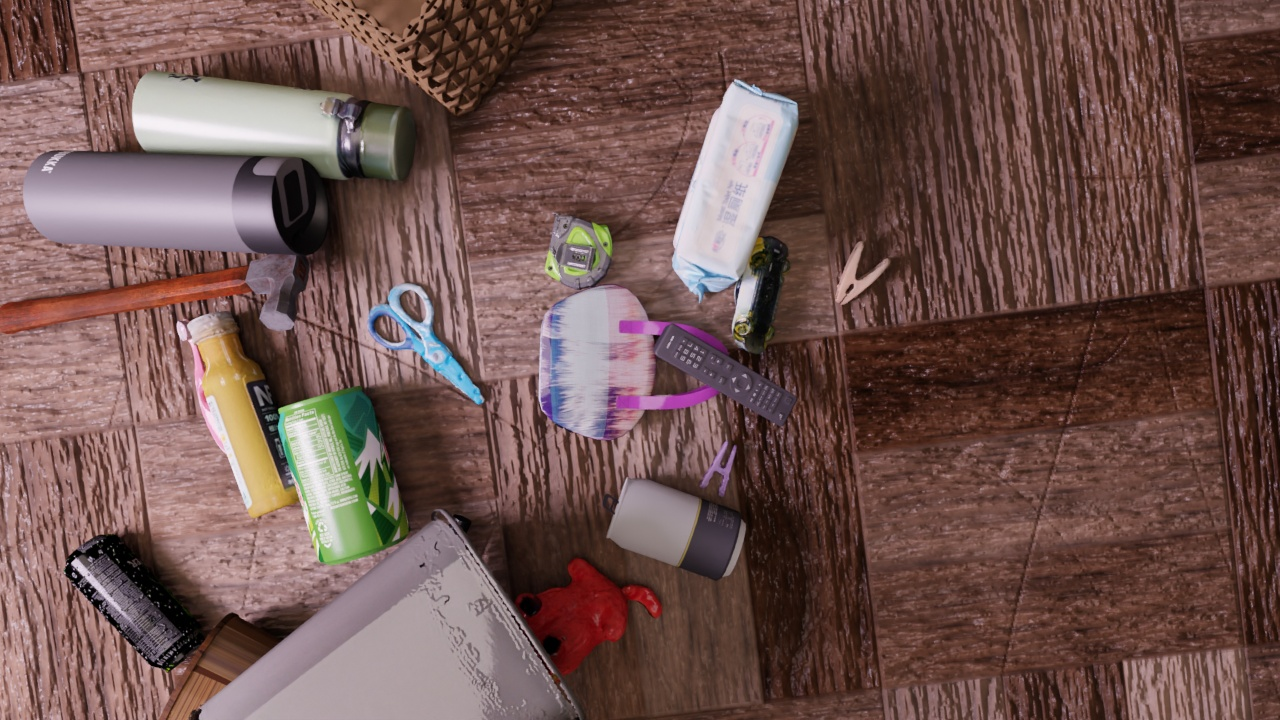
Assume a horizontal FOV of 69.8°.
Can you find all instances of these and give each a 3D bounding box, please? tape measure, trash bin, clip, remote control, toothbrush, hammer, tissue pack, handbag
[{"bbox_3d":[-0.055,-0.097,0.830,0.058,0.036,0.065,9,92,1],"label":"tape measure"},{"bbox_3d":[-0.196,0.260,0.714,0.219,0.198,0.197,-34,89,-19],"label":"trash bin"},{"bbox_3d":[0.078,0.104,0.847,0.052,0.014,0.041,-45,90,5],"label":"clip"},{"bbox_3d":[0.075,0.013,0.806,0.136,0.015,0.032,30,86,-13],"label":"remote control"},{"bbox_3d":[-0.404,0.025,0.854,0.021,0.016,0.135,-19,91,7],"label":"toothbrush"},{"bbox_3d":[-0.442,-0.059,0.828,0.301,0.028,0.110,-8,54,9],"label":"hammer"},{"bbox_3d":[0.202,-0.076,0.831,0.039,0.024,0.060,19,102,4],"label":"clip"},{"bbox_3d":[0.074,-0.140,0.787,0.070,0.112,0.182,20,93,-1],"label":"tissue pack"},{"bbox_3d":[-0.005,0.005,0.825,0.170,0.068,0.144,2,92,-5],"label":"handbag"}]

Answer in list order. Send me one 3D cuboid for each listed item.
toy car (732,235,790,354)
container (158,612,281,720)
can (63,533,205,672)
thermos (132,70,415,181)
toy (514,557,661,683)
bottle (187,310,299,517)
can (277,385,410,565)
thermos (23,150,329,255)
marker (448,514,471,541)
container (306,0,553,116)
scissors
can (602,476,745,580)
[{"bbox_3d":[0.104,-0.059,0.823,0.033,0.048,0.105,13,91,34],"label":"toy car"},{"bbox_3d":[-0.318,0.320,0.813,0.167,0.132,0.132,25,93,-5],"label":"container"},{"bbox_3d":[-0.465,0.222,0.845,0.054,0.054,0.137,-43,91,2],"label":"can"},{"bbox_3d":[-0.317,-0.206,0.810,0.231,0.082,0.082,8,92,2],"label":"thermos"},{"bbox_3d":[-0.049,0.238,0.841,0.132,0.094,0.088,-13,50,-20],"label":"toy"},{"bbox_3d":[-0.360,0.047,0.835,0.053,0.053,0.186,-21,89,2],"label":"bottle"},{"bbox_3d":[-0.265,0.101,0.820,0.083,0.083,0.144,-16,92,2],"label":"can"},{"bbox_3d":[-0.398,-0.137,0.794,0.240,0.082,0.082,4,92,12],"label":"thermos"},{"bbox_3d":[-0.196,0.212,0.854,0.019,0.019,0.145,26,93,0],"label":"marker"},{"bbox_3d":[-0.195,-0.376,0.733,0.251,0.214,0.219,38,93,0],"label":"container"},{"bbox_3d":[-0.192,-0.010,0.851,0.066,0.015,0.135,-44,93,2],"label":"scissors"},{"bbox_3d":[0.026,0.148,0.823,0.127,0.064,0.064,19,92,1],"label":"can"}]
